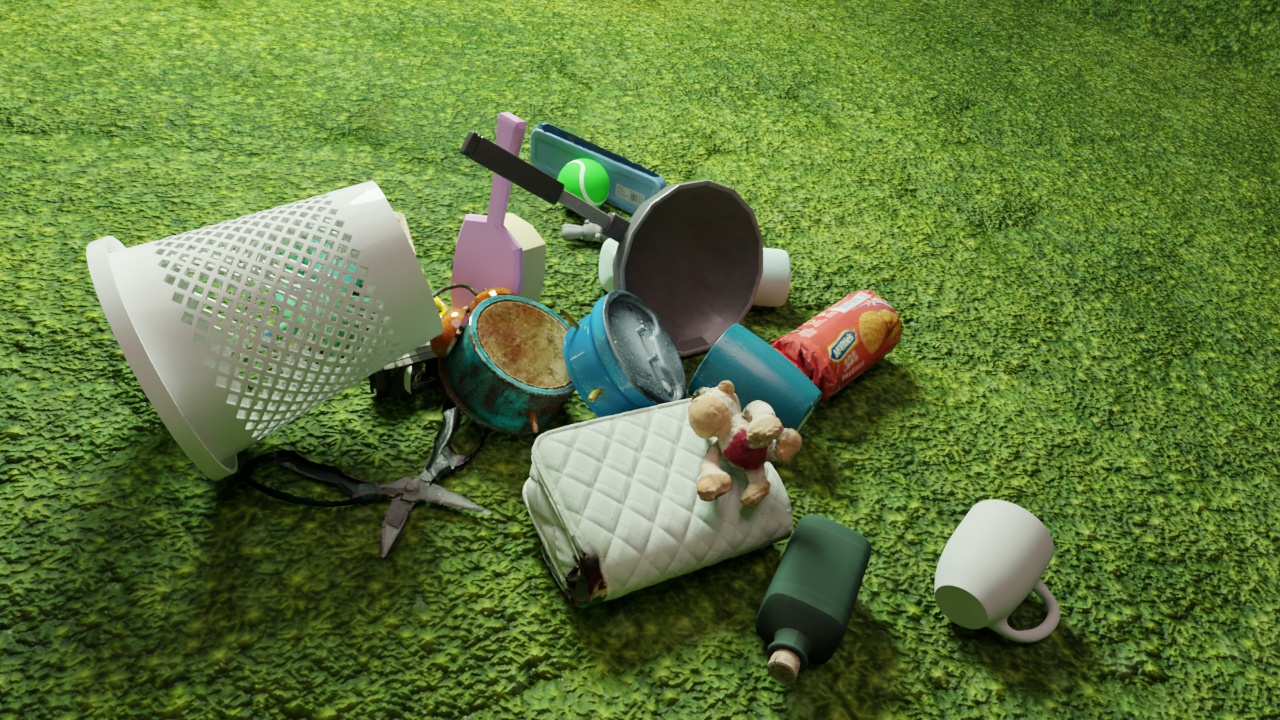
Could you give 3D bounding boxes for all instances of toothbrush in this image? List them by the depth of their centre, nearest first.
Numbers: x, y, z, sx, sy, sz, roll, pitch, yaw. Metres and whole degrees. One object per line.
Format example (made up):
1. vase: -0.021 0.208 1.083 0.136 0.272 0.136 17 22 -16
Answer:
1. toothbrush: -0.209 -0.055 0.936 0.021 0.016 0.135 -15 44 -23

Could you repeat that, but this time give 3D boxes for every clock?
1. clock: -0.128 -0.006 0.822 0.157 0.074 0.121 44 37 6
2. clock: -0.005 0.005 0.826 0.161 0.060 0.116 20 45 -55

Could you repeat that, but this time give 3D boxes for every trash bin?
1. trash bin: -0.274 -0.040 0.712 0.199 0.196 0.195 -26 48 -16

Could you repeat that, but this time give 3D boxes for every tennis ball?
1. tennis ball: -0.071 -0.217 1.136 0.065 0.065 0.065 7 38 -5

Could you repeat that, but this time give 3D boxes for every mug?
1. mug: 0.284 0.179 0.723 0.107 0.071 0.089 49 55 3
2. mug: 0.100 0.039 0.848 0.104 0.084 0.112 35 71 14

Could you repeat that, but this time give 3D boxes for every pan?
1. pan: -0.020 -0.125 0.876 0.357 0.178 0.041 25 1 -38

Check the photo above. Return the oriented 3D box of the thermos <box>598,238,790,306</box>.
1. thermos: 0.058 -0.099 1.016 0.206 0.065 0.078 4 9 -9

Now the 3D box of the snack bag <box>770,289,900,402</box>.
1. snack bag: 0.198 -0.015 0.937 0.082 0.082 0.175 35 44 28

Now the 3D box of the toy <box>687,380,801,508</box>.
1. toy: 0.073 0.051 0.703 0.074 0.085 0.106 15 31 -35

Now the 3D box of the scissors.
1. scissors: -0.213 0.081 0.763 0.202 0.015 0.201 12 35 1

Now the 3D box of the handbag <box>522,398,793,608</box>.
1. handbag: 0.011 0.111 0.732 0.194 0.073 0.138 -11 51 -27

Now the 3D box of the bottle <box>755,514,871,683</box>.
1. bottle: 0.123 0.180 0.675 0.061 0.061 0.131 24 39 13

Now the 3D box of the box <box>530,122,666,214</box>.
1. box: -0.054 -0.245 1.178 0.209 0.066 0.037 28 44 22

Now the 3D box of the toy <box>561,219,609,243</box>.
1. toy: -0.038 -0.152 1.091 0.111 0.030 0.049 0 24 -5

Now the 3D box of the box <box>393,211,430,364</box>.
1. box: -0.235 -0.075 0.910 0.048 0.085 0.187 -1 41 -24

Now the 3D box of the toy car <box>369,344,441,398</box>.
1. toy car: -0.200 0.008 0.837 0.092 0.040 0.037 -16 45 -31

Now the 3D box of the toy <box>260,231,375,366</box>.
1. toy: -0.303 -0.060 0.879 0.130 0.073 0.193 36 27 -28

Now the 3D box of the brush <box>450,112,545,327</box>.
1. brush: -0.129 -0.124 0.872 0.089 0.229 0.043 33 35 27
